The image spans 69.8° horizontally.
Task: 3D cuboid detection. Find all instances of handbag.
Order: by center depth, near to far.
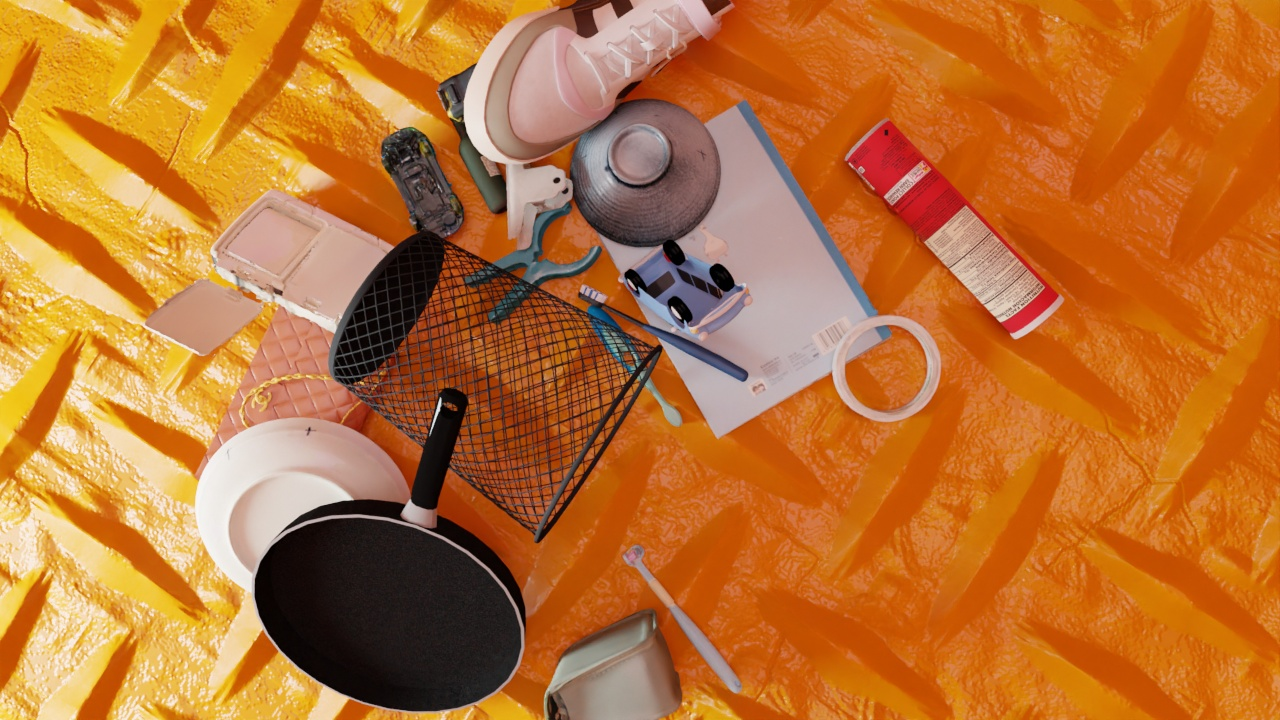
[{"bbox_3d":[-0.023,0.262,0.753,0.106,0.122,0.067,-22,87,-1],"label":"handbag"},{"bbox_3d":[-0.303,0.049,0.814,0.109,0.060,0.172,26,88,1],"label":"handbag"}]

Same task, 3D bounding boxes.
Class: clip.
[{"bbox_3d":[-0.089,-0.148,0.820,0.059,0.052,0.101,-3,70,-4],"label":"clip"},{"bbox_3d":[-0.104,-0.104,0.828,0.130,0.030,0.120,-18,87,4],"label":"clip"}]

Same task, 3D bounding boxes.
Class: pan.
[{"bbox_3d":[-0.182,0.154,0.720,0.225,0.034,0.357,20,122,-5],"label":"pan"}]

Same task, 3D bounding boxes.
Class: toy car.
[{"bbox_3d":[0.036,-0.055,0.755,0.056,0.153,0.055,-38,121,-8],"label":"toy car"},{"bbox_3d":[-0.197,-0.158,0.831,0.048,0.032,0.105,-27,91,1],"label":"toy car"}]

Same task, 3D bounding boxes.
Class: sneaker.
[{"bbox_3d":[-0.011,-0.262,0.761,0.293,0.112,0.116,-43,40,-13],"label":"sneaker"}]

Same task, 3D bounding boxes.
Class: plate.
[{"bbox_3d":[-0.288,0.138,0.782,0.182,0.034,0.182,-2,110,-6],"label":"plate"}]

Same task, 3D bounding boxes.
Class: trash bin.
[{"bbox_3d":[-0.120,0.011,0.739,0.210,0.184,0.184,32,89,4],"label":"trash bin"}]

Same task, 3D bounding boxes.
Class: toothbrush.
[{"bbox_3d":[0.038,0.227,0.803,0.022,0.016,0.155,-35,83,-37],"label":"toothbrush"},{"bbox_3d":[0.020,-0.024,0.810,0.168,0.014,0.014,27,100,5],"label":"toothbrush"},{"bbox_3d":[-0.005,0.005,0.821,0.022,0.017,0.135,-37,83,1],"label":"toothbrush"}]

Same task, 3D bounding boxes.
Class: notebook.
[{"bbox_3d":[0.083,-0.084,0.822,0.181,0.009,0.253,-30,85,1],"label":"notebook"}]

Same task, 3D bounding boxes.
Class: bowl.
[{"bbox_3d":[0.002,-0.172,0.800,0.137,0.057,0.137,-1,85,5],"label":"bowl"}]

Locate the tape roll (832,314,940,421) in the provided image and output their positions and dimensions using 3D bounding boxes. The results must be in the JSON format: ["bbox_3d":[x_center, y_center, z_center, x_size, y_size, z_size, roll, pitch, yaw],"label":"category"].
[{"bbox_3d":[0.214,0.007,0.799,0.093,0.013,0.093,0,96,-1],"label":"tape roll"}]

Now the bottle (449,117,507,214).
[{"bbox_3d":[-0.148,-0.183,0.834,0.025,0.025,0.106,-29,86,1],"label":"bottle"}]

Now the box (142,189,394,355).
[{"bbox_3d":[-0.307,-0.060,0.782,0.143,0.044,0.183,25,55,4],"label":"box"}]

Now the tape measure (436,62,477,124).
[{"bbox_3d":[-0.134,-0.237,0.812,0.071,0.072,0.042,-29,81,12],"label":"tape measure"}]

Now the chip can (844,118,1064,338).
[{"bbox_3d":[0.268,-0.115,0.792,0.052,0.052,0.214,-42,85,0],"label":"chip can"}]
